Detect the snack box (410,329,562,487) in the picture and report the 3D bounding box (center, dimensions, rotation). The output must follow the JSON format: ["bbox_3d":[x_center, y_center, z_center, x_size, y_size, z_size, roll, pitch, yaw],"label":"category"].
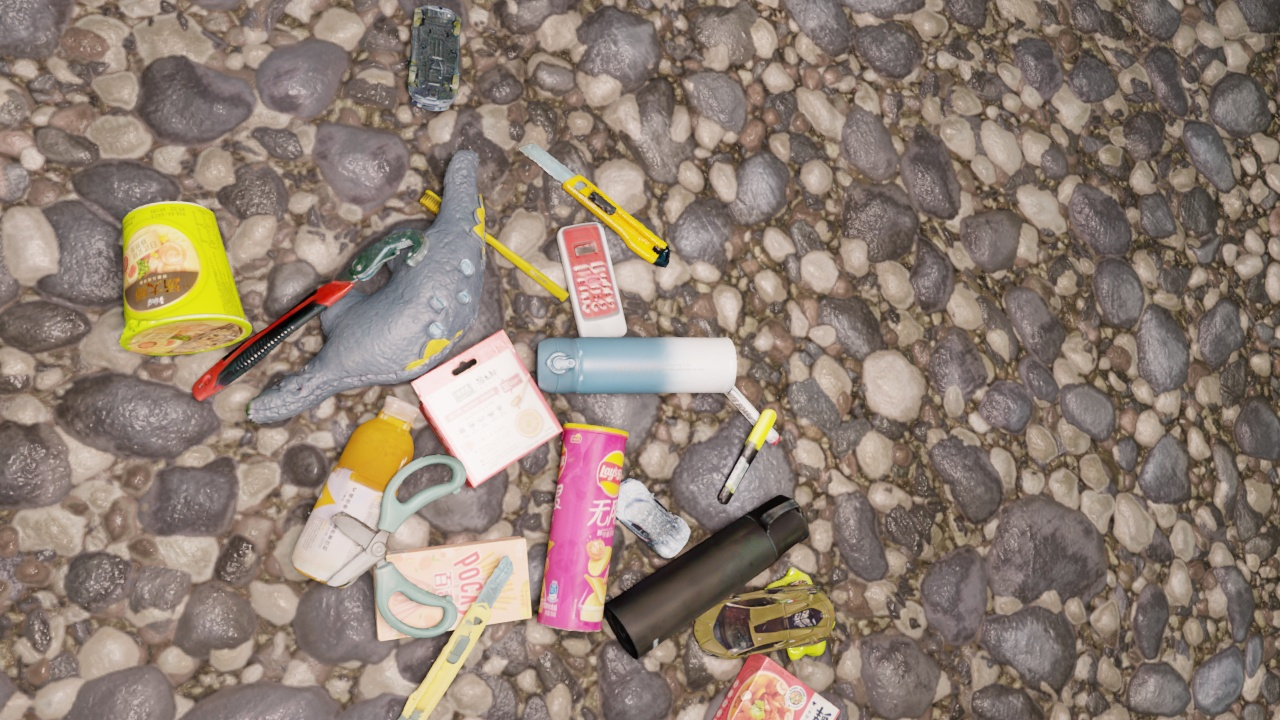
[{"bbox_3d":[-0.164,0.051,0.968,0.113,0.044,0.127,-32,95,-19],"label":"snack box"}]

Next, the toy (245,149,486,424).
[{"bbox_3d":[-0.242,-0.055,0.928,0.138,0.091,0.355,37,74,2],"label":"toy"}]

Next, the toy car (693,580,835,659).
[{"bbox_3d":[0.137,0.292,1.023,0.158,0.042,0.070,-13,87,4],"label":"toy car"}]

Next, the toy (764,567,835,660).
[{"bbox_3d":[0.182,0.295,1.063,0.100,0.031,0.096,28,77,-14],"label":"toy"}]

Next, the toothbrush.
[{"bbox_3d":[-0.159,-0.123,1.005,0.190,0.016,0.016,36,78,-12],"label":"toothbrush"}]

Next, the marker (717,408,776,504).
[{"bbox_3d":[0.123,0.112,1.065,0.018,0.015,0.124,29,88,-8],"label":"marker"}]

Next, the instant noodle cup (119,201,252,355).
[{"bbox_3d":[-0.436,-0.079,0.864,0.111,0.112,0.123,-11,79,-20],"label":"instant noodle cup"}]

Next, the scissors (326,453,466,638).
[{"bbox_3d":[-0.216,0.178,0.901,0.171,0.019,0.169,50,64,-24],"label":"scissors"}]

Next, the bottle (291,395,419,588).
[{"bbox_3d":[-0.275,0.127,0.908,0.068,0.068,0.189,26,76,-14],"label":"bottle"}]

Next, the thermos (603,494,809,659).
[{"bbox_3d":[0.076,0.226,1.007,0.242,0.090,0.068,-30,57,-20],"label":"thermos"}]

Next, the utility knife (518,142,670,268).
[{"bbox_3d":[-0.049,-0.178,1.049,0.216,0.015,0.033,38,71,-11],"label":"utility knife"}]

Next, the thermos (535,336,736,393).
[{"bbox_3d":[-0.006,0.006,1.005,0.220,0.070,0.070,0,83,-15],"label":"thermos"}]

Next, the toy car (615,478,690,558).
[{"bbox_3d":[0.009,0.175,1.019,0.105,0.031,0.048,41,72,-9],"label":"toy car"}]

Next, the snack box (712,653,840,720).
[{"bbox_3d":[0.144,0.414,1.028,0.113,0.044,0.127,38,74,-11],"label":"snack box"}]

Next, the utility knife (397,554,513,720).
[{"bbox_3d":[-0.184,0.286,0.928,0.031,0.021,0.204,32,85,-27],"label":"utility knife"}]

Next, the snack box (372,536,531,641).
[{"bbox_3d":[-0.193,0.233,0.945,0.157,0.026,0.084,-4,85,-19],"label":"snack box"}]

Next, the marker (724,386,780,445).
[{"bbox_3d":[0.113,0.043,1.077,0.017,0.017,0.145,-45,98,-18],"label":"marker"}]

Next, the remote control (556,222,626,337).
[{"bbox_3d":[-0.055,-0.088,1.034,0.055,0.020,0.136,-12,87,-20],"label":"remote control"}]

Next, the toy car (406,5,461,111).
[{"bbox_3d":[-0.224,-0.330,0.998,0.054,0.037,0.120,5,72,-18],"label":"toy car"}]

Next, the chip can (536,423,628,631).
[{"bbox_3d":[-0.061,0.175,0.973,0.071,0.071,0.210,10,80,-17],"label":"chip can"}]

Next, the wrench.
[{"bbox_3d":[-0.323,-0.047,0.895,0.273,0.056,0.016,-34,137,0],"label":"wrench"}]
